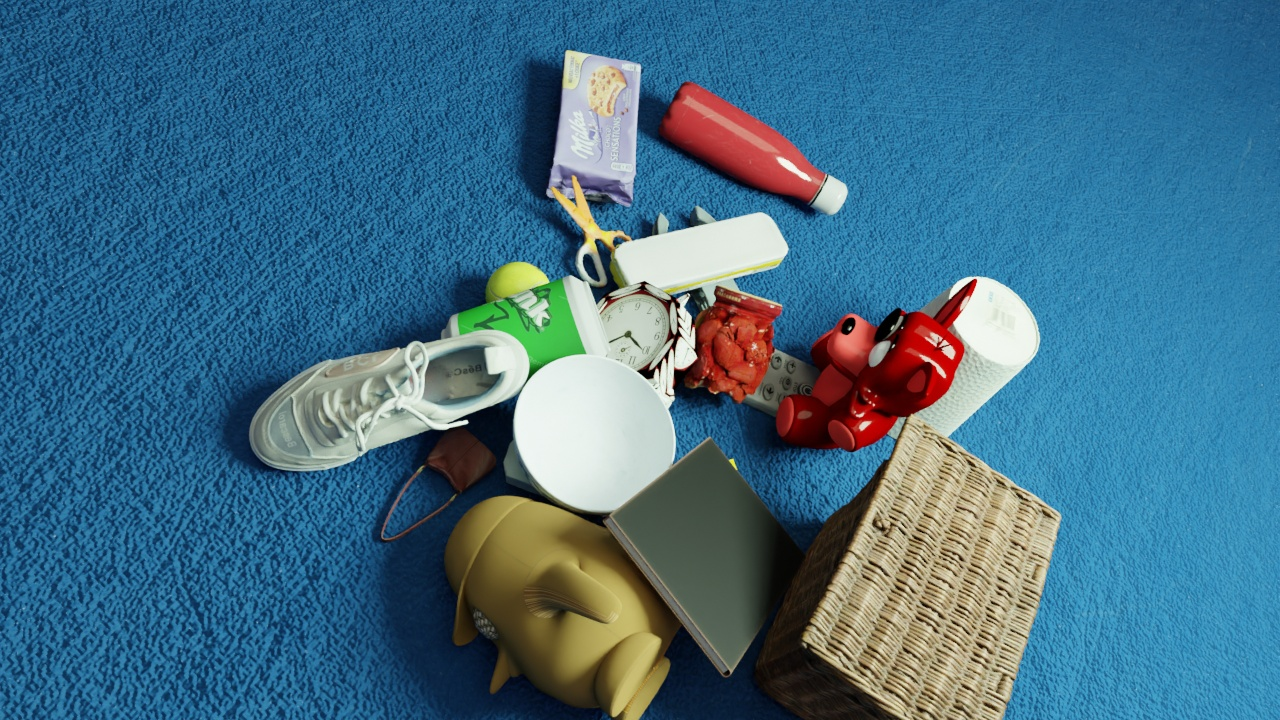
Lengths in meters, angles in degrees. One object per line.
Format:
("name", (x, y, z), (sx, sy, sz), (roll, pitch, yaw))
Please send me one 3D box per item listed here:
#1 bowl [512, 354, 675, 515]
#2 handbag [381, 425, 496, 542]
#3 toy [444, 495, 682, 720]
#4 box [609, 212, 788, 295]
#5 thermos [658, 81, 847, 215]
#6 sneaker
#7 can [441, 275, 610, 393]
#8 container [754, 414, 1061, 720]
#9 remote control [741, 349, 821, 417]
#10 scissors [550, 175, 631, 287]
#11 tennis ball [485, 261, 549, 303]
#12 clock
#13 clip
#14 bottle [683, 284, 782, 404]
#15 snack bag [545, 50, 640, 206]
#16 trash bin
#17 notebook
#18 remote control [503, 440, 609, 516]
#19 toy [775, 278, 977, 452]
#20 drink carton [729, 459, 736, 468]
("bowl", (-0.050, 0.075, 0.810), (0.144, 0.074, 0.143), (10, 61, -18))
("handbag", (-0.184, 0.113, 0.806), (0.055, 0.029, 0.119), (40, 61, 3))
("toy", (-0.073, 0.191, 0.733), (0.203, 0.199, 0.162), (30, 68, 22))
("box", (0.065, -0.112, 0.993), (0.209, 0.033, 0.064), (-17, 68, -26))
("thermos", (0.140, -0.247, 1.105), (0.240, 0.073, 0.073), (29, 55, -3))
("sneaker", (-0.213, 0.029, 0.753), (0.242, 0.091, 0.089), (-17, 88, -1))
("can", (-0.105, -0.018, 0.845), (0.140, 0.088, 0.087), (-19, 66, 1))
("container", (0.215, 0.213, 0.794), (0.162, 0.184, 0.249), (35, 54, 3))
("remote control", (0.160, 0.030, 0.982), (0.151, 0.019, 0.074), (24, 56, -5))
("scissors", (-0.061, -0.135, 0.980), (0.133, 0.012, 0.096), (45, 59, -15))
("tennis ball", (-0.120, -0.065, 0.906), (0.065, 0.065, 0.065), (9, 58, -15))
("clock", (-0.006, 0.005, 0.893), (0.115, 0.065, 0.154), (6, 67, 32))
("clip", (0.051, -0.094, 1.011), (0.127, 0.028, 0.167), (-12, 65, -24))
("bottle", (0.087, -0.016, 0.924), (0.099, 0.099, 0.111), (15, 96, -11))
("snack bag", (-0.052, -0.263, 1.054), (0.096, 0.059, 0.205), (9, 62, -10))
("trash bin", (0.326, -0.002, 0.975), (0.133, 0.162, 0.133), (9, 58, -15))
("notebook", (0.062, 0.148, 0.750), (0.141, 0.008, 0.208), (51, 27, 7))
("remote control", (-0.057, 0.111, 0.851), (0.143, 0.024, 0.049), (20, 57, -6))
("toy", (0.230, 0.010, 0.890), (0.120, 0.198, 0.158), (40, 57, -4))
("drink carton", (0.081, 0.165, 0.850), (0.042, 0.059, 0.134), (-6, 64, -28))
